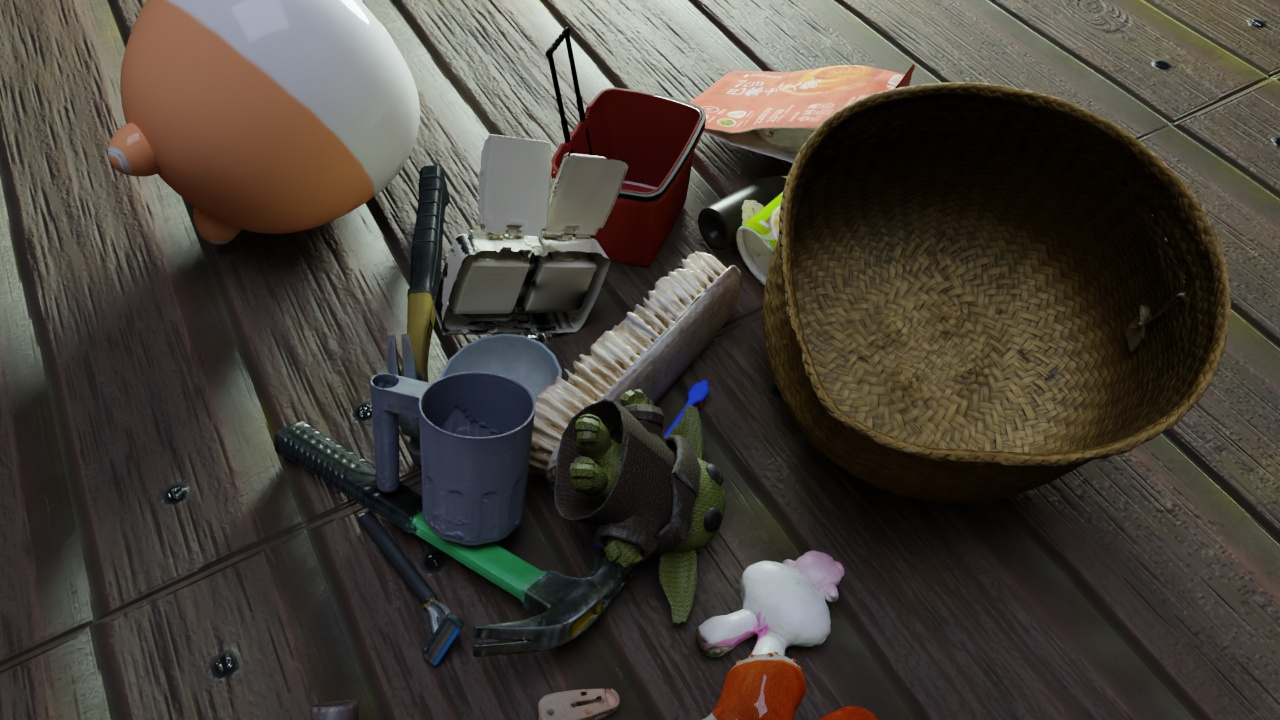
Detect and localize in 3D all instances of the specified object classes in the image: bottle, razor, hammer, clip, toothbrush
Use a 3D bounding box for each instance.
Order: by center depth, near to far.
[{"bbox_3d":[-0.053,0.284,0.597,0.314,0.035,0.137,-2,77,-8],"label":"hammer"},{"bbox_3d":[-0.045,0.241,0.640,0.060,0.041,0.024,-19,56,-6],"label":"clip"},{"bbox_3d":[-0.180,0.168,0.713,0.144,0.022,0.043,44,106,33],"label":"razor"},{"bbox_3d":[-0.170,0.126,0.722,0.319,0.032,0.129,25,36,24],"label":"hammer"},{"bbox_3d":[0.011,0.085,0.774,0.016,0.018,0.182,25,60,19],"label":"toothbrush"},{"bbox_3d":[-0.200,-0.070,0.848,0.025,0.118,0.332,-6,47,-2],"label":"hammer"},{"bbox_3d":[0.139,-0.170,0.945,0.184,0.045,0.045,-32,58,-29],"label":"bottle"}]

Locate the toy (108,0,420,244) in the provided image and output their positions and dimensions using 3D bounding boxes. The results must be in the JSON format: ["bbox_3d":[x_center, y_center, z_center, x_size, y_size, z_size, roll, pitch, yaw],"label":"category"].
[{"bbox_3d":[-0.365,-0.253,0.893,0.266,0.263,0.280,34,78,27],"label":"toy"}]

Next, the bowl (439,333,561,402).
[{"bbox_3d":[-0.120,0.030,0.802,0.106,0.039,0.106,-1,53,1],"label":"bowl"}]

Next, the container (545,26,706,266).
[{"bbox_3d":[-0.014,-0.206,0.877,0.127,0.201,0.147,18,55,15],"label":"container"}]

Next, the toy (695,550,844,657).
[{"bbox_3d":[0.103,0.186,0.679,0.122,0.038,0.079,-37,48,-23],"label":"toy"}]

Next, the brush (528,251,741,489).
[{"bbox_3d":[-0.005,0.004,0.791,0.057,0.083,0.270,32,60,22],"label":"brush"}]

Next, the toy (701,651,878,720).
[{"bbox_3d":[0.089,0.279,0.559,0.172,0.093,0.164,37,92,-6],"label":"toy"}]

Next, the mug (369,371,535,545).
[{"bbox_3d":[-0.143,0.069,0.690,0.124,0.104,0.083,12,32,6],"label":"mug"}]

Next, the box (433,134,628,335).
[{"bbox_3d":[-0.093,-0.102,0.794,0.143,0.184,0.050,-2,45,-34],"label":"box"}]

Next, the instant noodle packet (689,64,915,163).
[{"bbox_3d":[0.161,-0.269,0.985,0.221,0.084,0.163,18,45,23],"label":"instant noodle packet"}]

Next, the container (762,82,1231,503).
[{"bbox_3d":[0.249,-0.039,0.713,0.307,0.197,0.306,-2,71,6],"label":"container"}]

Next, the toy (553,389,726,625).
[{"bbox_3d":[0.004,0.093,0.689,0.078,0.152,0.179,-24,49,40],"label":"toy"}]

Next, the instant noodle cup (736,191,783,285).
[{"bbox_3d":[0.156,-0.126,0.884,0.107,0.099,0.099,-34,59,-14],"label":"instant noodle cup"}]
